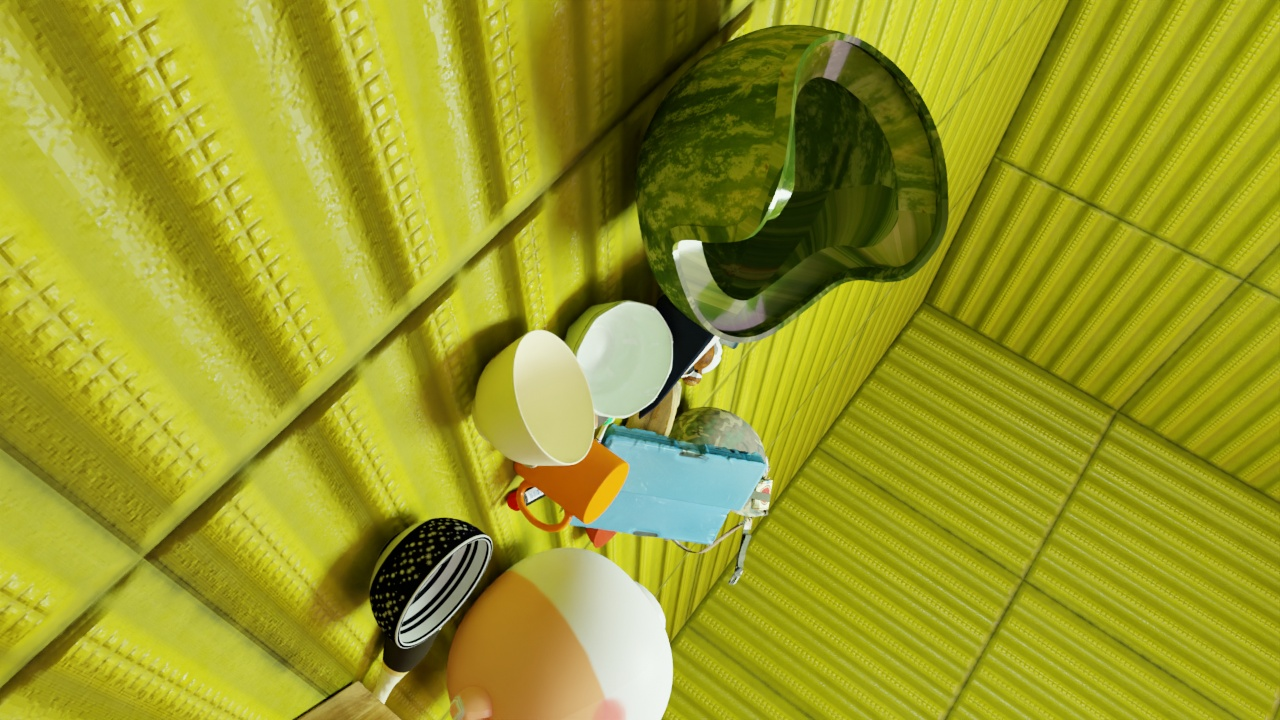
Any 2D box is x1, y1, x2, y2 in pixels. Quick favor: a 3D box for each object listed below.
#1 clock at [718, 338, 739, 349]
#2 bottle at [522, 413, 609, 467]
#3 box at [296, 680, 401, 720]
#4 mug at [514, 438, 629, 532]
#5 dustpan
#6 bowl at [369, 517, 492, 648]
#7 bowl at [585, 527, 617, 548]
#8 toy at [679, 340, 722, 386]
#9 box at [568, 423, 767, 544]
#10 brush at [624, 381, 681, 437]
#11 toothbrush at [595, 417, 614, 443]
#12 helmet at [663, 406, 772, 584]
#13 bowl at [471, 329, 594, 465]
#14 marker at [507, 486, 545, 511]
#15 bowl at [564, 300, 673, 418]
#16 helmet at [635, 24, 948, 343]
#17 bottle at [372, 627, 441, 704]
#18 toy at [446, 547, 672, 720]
[{"bbox_3d":[0.130,-0.073,1.232,0.130,0.052,0.090,-65,173,29],"label":"clock"},{"bbox_3d":[-0.065,0.050,0.943,0.166,0.059,0.059,-41,157,-38],"label":"bottle"},{"bbox_3d":[-0.304,0.476,0.813,0.278,0.221,0.259,-17,135,-61],"label":"box"},{"bbox_3d":[-0.082,0.129,0.974,0.112,0.096,0.077,-57,162,2],"label":"mug"},{"bbox_3d":[0.109,-0.077,0.986,0.235,0.080,0.274,-43,152,-41],"label":"dustpan"},{"bbox_3d":[-0.198,0.188,0.823,0.120,0.066,0.120,-48,160,-24],"label":"bowl"},{"bbox_3d":[-0.042,0.209,1.316,0.121,0.035,0.122,-48,160,-24],"label":"bowl"},{"bbox_3d":[0.070,-0.012,1.176,0.112,0.067,0.087,-27,128,-85],"label":"toy"},{"bbox_3d":[0.033,0.176,1.221,0.231,0.033,0.175,11,123,-22],"label":"box"},{"bbox_3d":[0.008,0.097,1.218,0.196,0.059,0.043,-69,171,26],"label":"brush"},{"bbox_3d":[-0.065,0.126,1.147,0.016,0.015,0.187,-22,143,-52],"label":"toothbrush"},{"bbox_3d":[0.102,0.195,1.395,0.224,0.193,0.235,43,66,-45],"label":"helmet"},{"bbox_3d":[-0.102,0.040,0.791,0.074,0.118,0.117,-18,179,26],"label":"bowl"},{"bbox_3d":[-0.106,0.141,1.058,0.144,0.021,0.023,-21,133,-61],"label":"marker"},{"bbox_3d":[-0.031,-0.007,0.902,0.117,0.061,0.117,-12,111,-34],"label":"bowl"},{"bbox_3d":[0.106,-0.150,0.769,0.213,0.243,0.248,7,159,-28],"label":"helmet"},{"bbox_3d":[-0.241,0.296,0.930,0.185,0.045,0.045,-61,162,13],"label":"bottle"},{"bbox_3d":[-0.099,0.368,1.083,0.280,0.266,0.263,-25,145,-32],"label":"toy"}]
